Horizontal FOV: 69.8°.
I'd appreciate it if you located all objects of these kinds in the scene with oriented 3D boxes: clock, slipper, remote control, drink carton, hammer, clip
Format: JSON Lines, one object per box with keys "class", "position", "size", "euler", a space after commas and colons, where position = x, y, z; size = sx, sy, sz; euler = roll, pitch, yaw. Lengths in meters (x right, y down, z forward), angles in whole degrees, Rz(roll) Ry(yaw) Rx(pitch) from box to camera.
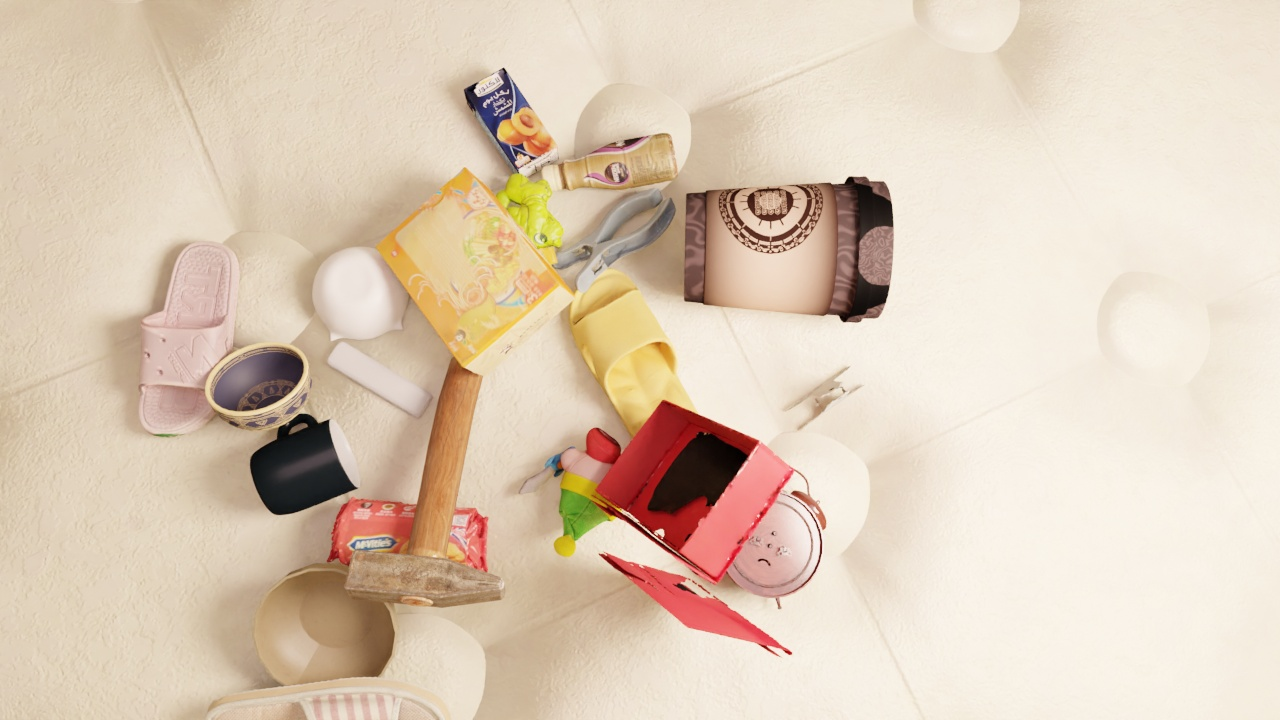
{"class": "clock", "position": [0.149, 0.196, 1.053], "size": [0.120, 0.072, 0.157], "euler": [21, 79, 1]}
{"class": "slipper", "position": [-0.524, -0.030, 1.062], "size": [0.094, 0.064, 0.239], "euler": [6, 77, -2]}
{"class": "slipper", "position": [-0.006, 0.006, 1.079], "size": [0.099, 0.078, 0.263], "euler": [-27, 79, -5]}
{"class": "remote control", "position": [-0.310, 0.023, 1.090], "size": [0.131, 0.012, 0.033], "euler": [30, 78, 3]}
{"class": "drink carton", "position": [-0.162, -0.296, 1.150], "size": [0.064, 0.040, 0.130], "euler": [-32, 82, -10]}
{"class": "slipper", "position": [-0.334, 0.399, 0.976], "size": [0.263, 0.052, 0.115], "euler": [-1, 110, 0]}
{"class": "hammer", "position": [-0.210, 0.121, 1.013], "size": [0.158, 0.037, 0.300], "euler": [6, 57, -2]}
{"class": "clip", "position": [-0.021, -0.141, 1.104], "size": [0.163, 0.028, 0.112], "euler": [-37, 45, -6]}
{"class": "clip", "position": [0.224, 0.040, 1.104], "size": [0.102, 0.056, 0.056], "euler": [-34, 51, -10]}

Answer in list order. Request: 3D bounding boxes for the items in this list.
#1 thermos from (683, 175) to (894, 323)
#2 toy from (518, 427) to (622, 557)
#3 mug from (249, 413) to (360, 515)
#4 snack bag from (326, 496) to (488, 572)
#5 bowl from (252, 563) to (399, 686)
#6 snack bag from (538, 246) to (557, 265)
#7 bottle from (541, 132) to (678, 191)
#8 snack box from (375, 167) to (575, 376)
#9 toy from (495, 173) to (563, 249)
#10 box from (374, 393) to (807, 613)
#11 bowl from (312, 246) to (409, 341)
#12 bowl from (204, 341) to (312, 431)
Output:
{"class": "thermos", "position": [0.165, -0.131, 1.078], "size": [0.226, 0.173, 0.172], "euler": [1, 78, 3]}
{"class": "toy", "position": [-0.061, 0.149, 1.042], "size": [0.124, 0.096, 0.131], "euler": [36, 98, -6]}
{"class": "mug", "position": [-0.383, 0.109, 1.039], "size": [0.094, 0.085, 0.121], "euler": [-22, 52, -8]}
{"class": "snack bag", "position": [-0.256, 0.197, 1.029], "size": [0.176, 0.082, 0.082], "euler": [5, 78, -3]}
{"class": "bowl", "position": [-0.337, 0.287, 1.001], "size": [0.152, 0.050, 0.152], "euler": [-1, 101, -3]}
{"class": "snack bag", "position": [-0.149, -0.111, 1.114], "size": [0.099, 0.020, 0.026], "euler": [-21, 76, 6]}
{"class": "bottle", "position": [-0.039, -0.239, 1.138], "size": [0.166, 0.059, 0.059], "euler": [-10, 79, 3]}
{"class": "snack box", "position": [-0.188, -0.101, 1.067], "size": [0.145, 0.080, 0.195], "euler": [-41, 70, 4]}
{"class": "toy", "position": [-0.135, -0.178, 1.123], "size": [0.094, 0.036, 0.093], "euler": [17, 96, 3]}
{"class": "box", "position": [-0.044, 0.088, 0.882], "size": [0.351, 0.217, 0.197], "euler": [37, 83, -24]}
{"class": "bowl", "position": [-0.337, -0.086, 1.090], "size": [0.114, 0.051, 0.114], "euler": [1, 79, -3]}
{"class": "bowl", "position": [-0.428, 0.039, 1.049], "size": [0.112, 0.061, 0.112], "euler": [-2, 46, 2]}
